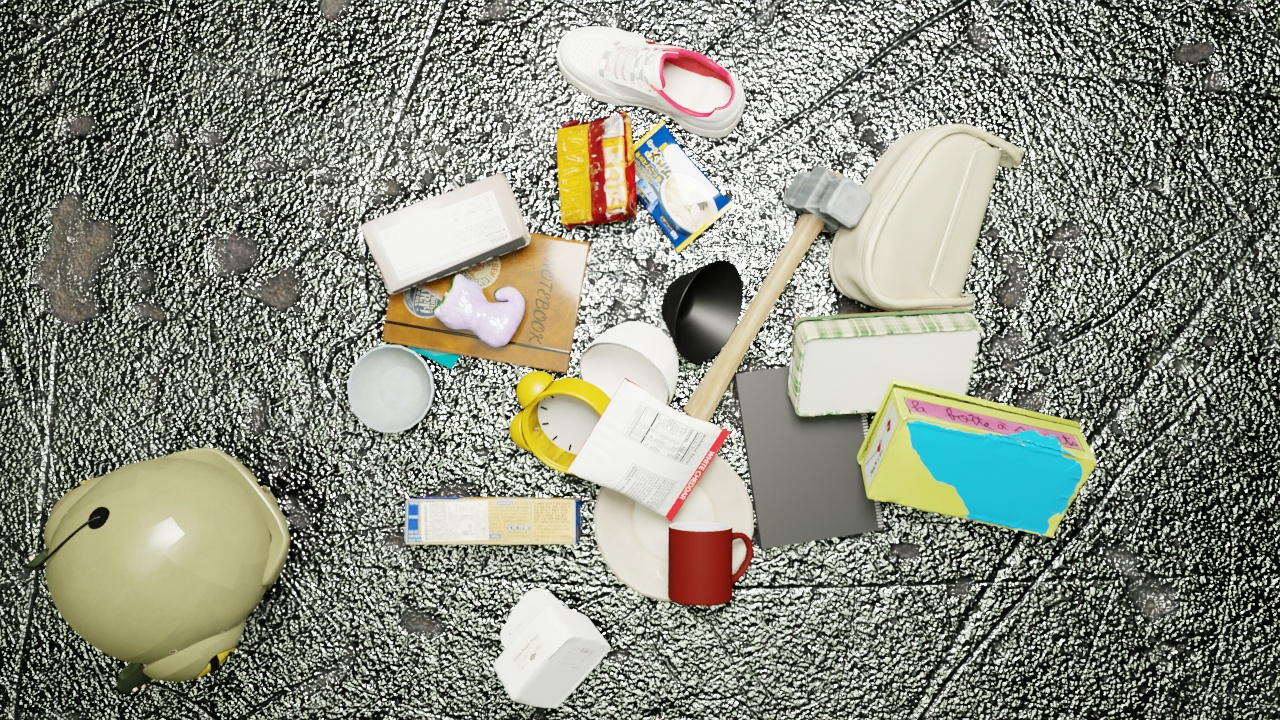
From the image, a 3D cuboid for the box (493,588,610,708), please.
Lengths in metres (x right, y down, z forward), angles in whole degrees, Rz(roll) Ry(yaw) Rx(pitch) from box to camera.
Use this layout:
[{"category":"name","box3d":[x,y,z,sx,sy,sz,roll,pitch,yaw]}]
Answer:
[{"category":"box","box3d":[-0.122,0.325,1.089,0.110,0.103,0.130,-47,52,5]}]

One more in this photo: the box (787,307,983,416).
[{"category":"box","box3d":[0.272,0.001,1.033,0.205,0.050,0.118,-5,125,-3]}]

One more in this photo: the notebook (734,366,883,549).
[{"category":"notebook","box3d":[0.199,0.108,1.083,0.149,0.016,0.206,-8,88,-5]}]

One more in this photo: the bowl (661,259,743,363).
[{"category":"bowl","box3d":[0.062,-0.064,1.077,0.052,0.124,0.124,24,91,37]}]

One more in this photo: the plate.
[{"category":"plate","box3d":[0.040,0.192,1.099,0.189,0.027,0.188,0,89,4]}]

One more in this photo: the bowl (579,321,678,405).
[{"category":"bowl","box3d":[-0.006,0.006,1.069,0.116,0.117,0.065,30,47,4]}]

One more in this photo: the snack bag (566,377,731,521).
[{"category":"snack bag","box3d":[0.011,0.105,1.044,0.144,0.039,0.131,28,102,-19]}]

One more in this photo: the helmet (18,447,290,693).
[{"category":"helmet","box3d":[-0.511,0.215,1.016,0.233,0.255,0.250,-40,88,6]}]

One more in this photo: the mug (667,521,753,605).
[{"category":"mug","box3d":[0.083,0.230,1.051,0.105,0.073,0.082,1,89,-25]}]

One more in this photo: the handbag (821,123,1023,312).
[{"category":"handbag","box3d":[0.322,-0.164,1.068,0.184,0.132,0.229,17,94,-21]}]

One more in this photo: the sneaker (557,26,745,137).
[{"category":"sneaker","box3d":[0.010,-0.340,1.073,0.236,0.104,0.090,25,91,5]}]

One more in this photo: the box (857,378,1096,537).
[{"category":"box","box3d":[0.369,0.110,1.020,0.221,0.082,0.125,10,122,-2]}]

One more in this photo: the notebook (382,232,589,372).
[{"category":"notebook","box3d":[-0.200,-0.077,1.129,0.249,0.014,0.178,10,90,4]}]

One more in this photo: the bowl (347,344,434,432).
[{"category":"bowl","box3d":[-0.299,0.034,1.122,0.106,0.039,0.106,0,89,4]}]

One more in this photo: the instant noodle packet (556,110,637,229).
[{"category":"instant noodle packet","box3d":[-0.052,-0.229,1.098,0.099,0.039,0.135,-4,88,25]}]

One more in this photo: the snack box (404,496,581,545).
[{"category":"snack box","box3d":[-0.176,0.192,1.102,0.207,0.057,0.056,0,85,5]}]

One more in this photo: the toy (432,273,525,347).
[{"category":"toy","box3d":[-0.190,-0.063,1.102,0.099,0.036,0.080,29,81,0]}]

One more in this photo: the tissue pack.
[{"category":"tissue pack","box3d":[-0.231,-0.158,1.099,0.181,0.071,0.104,-21,102,5]}]

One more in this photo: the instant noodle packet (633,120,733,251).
[{"category":"instant noodle packet","box3d":[0.036,-0.210,1.107,0.087,0.026,0.134,-40,86,10]}]

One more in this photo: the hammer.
[{"category":"hammer","box3d":[0.144,-0.072,1.057,0.051,0.117,0.323,28,95,-22]}]

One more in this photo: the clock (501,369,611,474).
[{"category":"clock","box3d":[-0.094,0.072,1.083,0.152,0.051,0.114,20,122,9]}]
